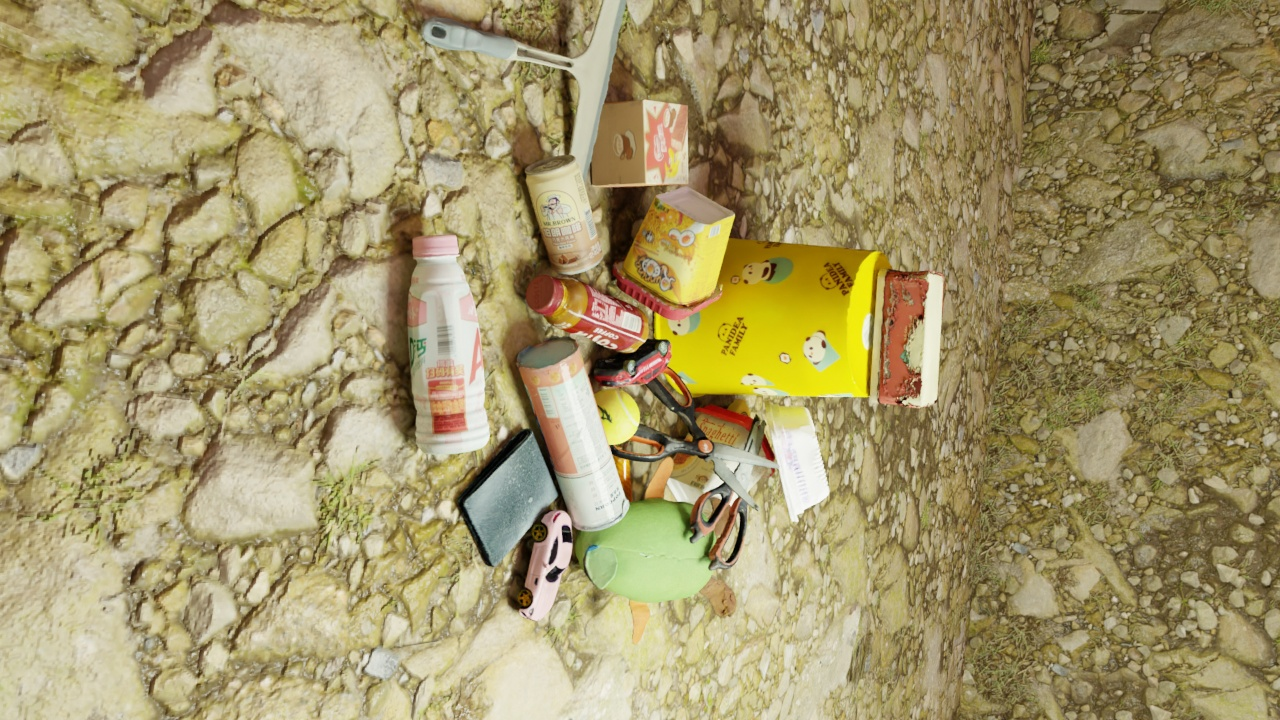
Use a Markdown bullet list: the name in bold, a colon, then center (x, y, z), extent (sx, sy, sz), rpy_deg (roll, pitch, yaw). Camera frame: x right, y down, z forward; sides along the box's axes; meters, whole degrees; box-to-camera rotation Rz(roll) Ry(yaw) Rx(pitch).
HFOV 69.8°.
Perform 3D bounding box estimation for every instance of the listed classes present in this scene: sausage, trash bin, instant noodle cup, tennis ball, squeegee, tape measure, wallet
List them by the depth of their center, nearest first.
- **squeegee**: center (-0.124, -0.306, 0.909), extent (0.246, 0.039, 0.247), rpy_deg (-7, 118, -50)
- **wallet**: center (-0.137, 0.145, 0.967), extent (0.120, 0.019, 0.097), rpy_deg (-48, 133, -40)
- **tennis ball**: center (-0.034, 0.065, 1.065), extent (0.065, 0.066, 0.065), rpy_deg (-11, 103, -55)
- **instant noodle cup**: center (0.045, -0.130, 1.086), extent (0.115, 0.116, 0.124), rpy_deg (-30, 147, -50)
- **sausage**: center (-0.020, 0.185, 1.142), extent (0.021, 0.021, 0.165), rpy_deg (-23, 113, -53)
- **trash bin**: center (0.185, -0.053, 1.206), extent (0.229, 0.256, 0.230), rpy_deg (-12, 104, -55)
- **instant noodle cup**: center (0.210, 0.126, 1.230), extent (0.173, 0.060, 0.138), rpy_deg (-52, 129, -78)
- **instant noodle cup**: center (0.104, 0.143, 1.249), extent (0.124, 0.116, 0.117), rpy_deg (-51, 135, -25)
- **tape measure**: center (0.139, 0.091, 1.360), extent (0.059, 0.029, 0.057), rpy_deg (-47, 130, -42)

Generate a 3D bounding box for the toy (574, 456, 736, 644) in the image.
- **toy**: center (0.022, 0.230, 1.111), extent (0.246, 0.090, 0.226), rpy_deg (15, 77, -37)

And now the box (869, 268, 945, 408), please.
- **box**: center (0.339, -0.028, 1.135), extent (0.091, 0.079, 0.168), rpy_deg (-4, 97, -57)

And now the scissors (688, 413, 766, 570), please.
- **scissors**: center (0.112, 0.152, 1.143), extent (0.194, 0.015, 0.206), rpy_deg (2, 77, -42)

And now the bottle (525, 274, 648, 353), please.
- **bottle**: center (-0.058, -0.053, 1.021), extent (0.174, 0.058, 0.057), rpy_deg (21, 77, -55)

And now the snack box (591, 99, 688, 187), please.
- **snack box**: center (0.000, -0.249, 1.062), extent (0.094, 0.077, 0.093), rpy_deg (-15, 106, -54)

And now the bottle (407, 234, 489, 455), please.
- **bottle**: center (-0.180, -0.015, 0.842), extent (0.068, 0.068, 0.197), rpy_deg (-13, 101, -55)

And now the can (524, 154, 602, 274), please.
- **can**: center (-0.081, -0.154, 0.973), extent (0.058, 0.059, 0.116), rpy_deg (-44, 129, -44)

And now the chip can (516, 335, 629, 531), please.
- **chip can**: center (-0.072, 0.082, 1.005), extent (0.071, 0.071, 0.215), rpy_deg (-45, 130, -44)

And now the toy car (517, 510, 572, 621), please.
- **toy car**: center (-0.101, 0.225, 1.006), extent (0.056, 0.037, 0.122), rpy_deg (32, 69, -65)

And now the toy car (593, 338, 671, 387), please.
- **toy car**: center (-0.007, 0.006, 1.109), extent (0.120, 0.053, 0.045), rpy_deg (-27, 112, -50)

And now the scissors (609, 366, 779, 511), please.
- **scissors**: center (0.061, 0.091, 1.130), extent (0.220, 0.022, 0.224), rpy_deg (-1, 58, -19)
